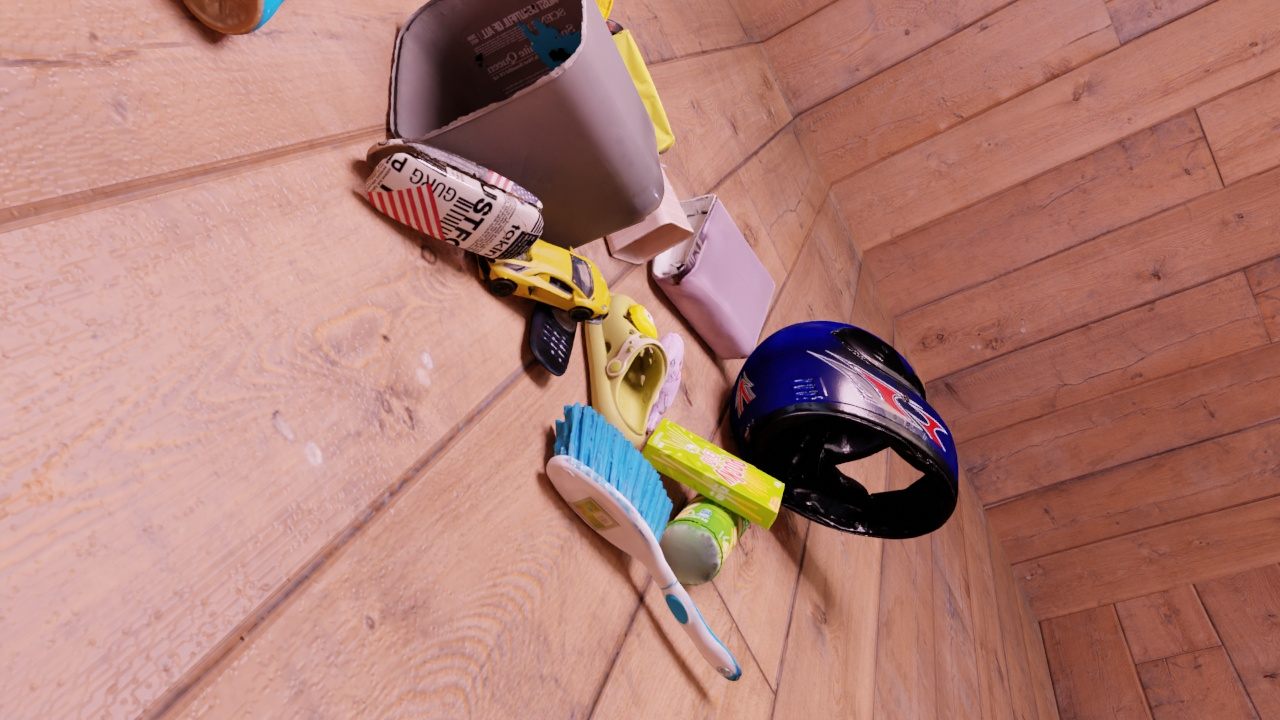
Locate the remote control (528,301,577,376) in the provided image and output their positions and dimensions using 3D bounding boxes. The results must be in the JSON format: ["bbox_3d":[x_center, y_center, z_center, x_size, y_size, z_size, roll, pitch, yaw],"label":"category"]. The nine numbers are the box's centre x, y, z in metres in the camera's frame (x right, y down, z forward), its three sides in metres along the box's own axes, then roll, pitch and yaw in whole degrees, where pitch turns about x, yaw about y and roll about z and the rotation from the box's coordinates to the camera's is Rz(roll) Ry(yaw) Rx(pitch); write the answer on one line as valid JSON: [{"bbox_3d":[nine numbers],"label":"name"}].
[{"bbox_3d":[-0.087,-0.033,0.902,0.053,0.024,0.136,46,29,-27],"label":"remote control"}]

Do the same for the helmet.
[{"bbox_3d":[0.279,0.078,1.255,0.315,0.248,0.239,27,39,-7],"label":"helmet"}]

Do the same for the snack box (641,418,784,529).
[{"bbox_3d":[0.080,0.121,0.998,0.156,0.026,0.085,29,20,7],"label":"snack box"}]

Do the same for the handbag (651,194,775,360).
[{"bbox_3d":[0.098,-0.111,1.282,0.197,0.099,0.144,47,46,-40],"label":"handbag"}]

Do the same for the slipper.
[{"bbox_3d":[-0.006,0.006,0.974,0.091,0.082,0.190,45,34,-46],"label":"slipper"}]

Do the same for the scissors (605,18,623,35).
[{"bbox_3d":[-0.062,-0.462,1.289,0.221,0.015,0.190,10,12,-38],"label":"scissors"}]

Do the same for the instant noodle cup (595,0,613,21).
[{"bbox_3d":[-0.117,-0.454,1.107,0.109,0.138,0.138,6,62,-54],"label":"instant noodle cup"}]

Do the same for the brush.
[{"bbox_3d":[0.013,0.179,0.872,0.314,0.061,0.109,49,34,-28],"label":"brush"}]

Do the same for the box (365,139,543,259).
[{"bbox_3d":[-0.155,-0.149,0.782,0.163,0.075,0.081,20,41,-39],"label":"box"}]

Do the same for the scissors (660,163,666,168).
[{"bbox_3d":[-0.052,-0.262,1.094,0.180,0.014,0.159,3,56,-29],"label":"scissors"}]

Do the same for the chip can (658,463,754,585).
[{"bbox_3d":[0.083,0.176,1.013,0.072,0.073,0.220,66,23,-2],"label":"chip can"}]

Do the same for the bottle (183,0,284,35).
[{"bbox_3d":[-0.277,-0.317,0.707,0.065,0.065,0.218,53,27,-29],"label":"bottle"}]

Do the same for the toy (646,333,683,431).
[{"bbox_3d":[0.025,0.020,1.038,0.083,0.039,0.108,-59,163,-63],"label":"toy"}]

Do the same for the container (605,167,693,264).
[{"bbox_3d":[-0.003,-0.194,1.157,0.089,0.090,0.111,6,60,-63],"label":"container"}]

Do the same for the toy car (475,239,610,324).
[{"bbox_3d":[-0.090,-0.085,0.884,0.155,0.041,0.071,20,48,-32],"label":"toy car"}]

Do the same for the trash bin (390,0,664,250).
[{"bbox_3d":[-0.094,-0.237,0.885,0.220,0.199,0.198,47,29,-51],"label":"trash bin"}]

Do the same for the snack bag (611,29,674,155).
[{"bbox_3d":[-0.014,-0.353,1.257,0.246,0.068,0.158,-89,155,-79],"label":"snack bag"}]
